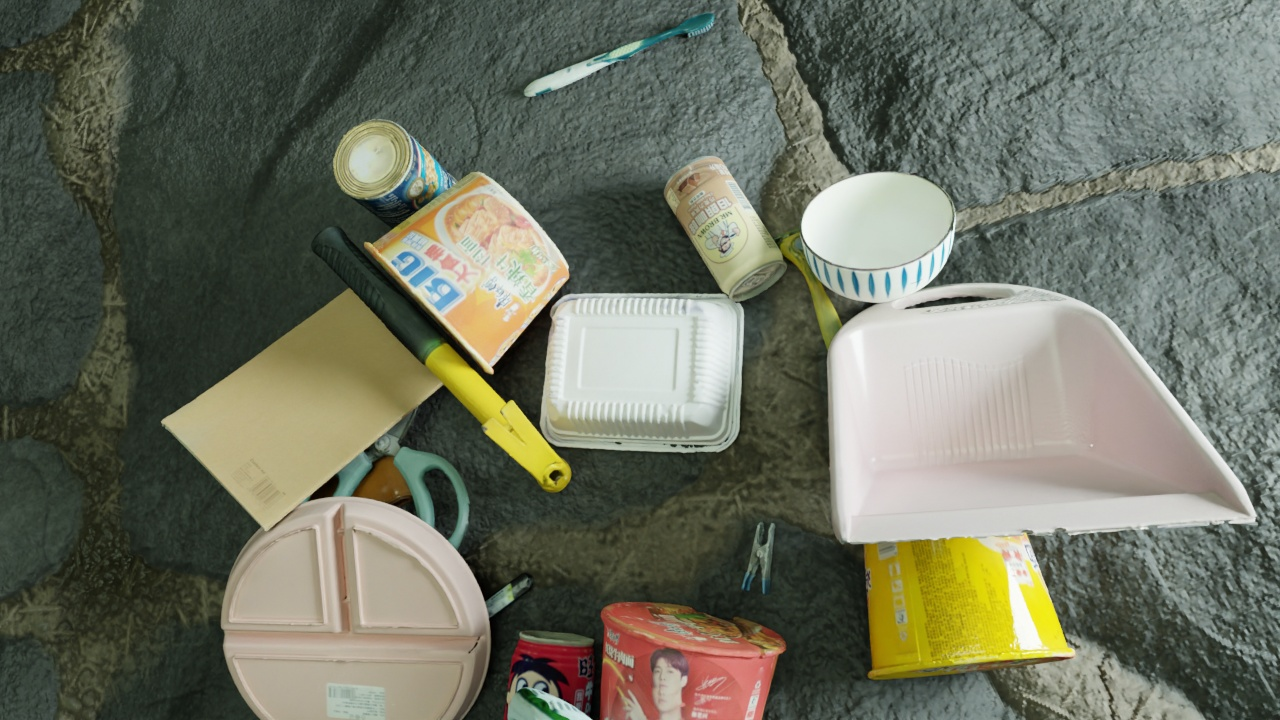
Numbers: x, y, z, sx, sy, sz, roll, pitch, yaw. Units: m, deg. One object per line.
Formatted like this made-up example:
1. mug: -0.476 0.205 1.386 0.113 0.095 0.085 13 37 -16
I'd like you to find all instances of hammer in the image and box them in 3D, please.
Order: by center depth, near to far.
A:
1. hammer: -0.170 -0.007 0.761 0.032 0.129 0.301 -44 74 -10

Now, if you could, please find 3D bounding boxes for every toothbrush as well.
1. toothbrush: -0.021 -0.283 0.857 0.192 0.018 0.016 -19 74 11

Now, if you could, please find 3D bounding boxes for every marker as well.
1. marker: -0.141 0.219 0.773 0.124 0.015 0.018 -37 73 0

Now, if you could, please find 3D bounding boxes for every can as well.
1. can: -0.071 0.263 0.718 0.066 0.066 0.093 4 78 14
2. can: 0.070 -0.112 0.773 0.058 0.058 0.116 -31 73 5
3. can: -0.215 -0.159 0.823 0.075 0.111 0.075 -3 77 12

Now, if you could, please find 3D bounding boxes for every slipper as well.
1. slipper: -0.048 0.324 0.630 0.074 0.246 0.104 -32 33 -34

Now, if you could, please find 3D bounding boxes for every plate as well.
1. plate: -0.236 0.224 0.744 0.229 0.028 0.229 1 99 6

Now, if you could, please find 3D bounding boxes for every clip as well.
1. clip: 0.096 0.156 0.726 0.041 0.026 0.058 5 75 22

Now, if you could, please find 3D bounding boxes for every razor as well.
1. razor: 0.149 -0.049 0.759 0.043 0.028 0.132 -19 76 5

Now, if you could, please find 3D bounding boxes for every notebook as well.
1. notebook: -0.282 0.031 0.795 0.149 0.012 0.211 36 63 24

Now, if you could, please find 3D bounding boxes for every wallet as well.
1. wallet: -0.272 0.088 0.821 0.119 0.035 0.130 -25 68 1

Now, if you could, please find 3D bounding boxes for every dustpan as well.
1. dustpan: 0.229 0.018 0.619 0.223 0.273 0.139 -6 94 8

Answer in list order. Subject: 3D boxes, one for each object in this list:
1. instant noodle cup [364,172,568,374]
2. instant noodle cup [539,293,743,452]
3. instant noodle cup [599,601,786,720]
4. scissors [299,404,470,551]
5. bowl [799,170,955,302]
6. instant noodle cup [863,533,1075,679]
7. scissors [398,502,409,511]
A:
1. instant noodle cup: -0.139 -0.079 0.776 0.111 0.151 0.151 -44 72 -8
2. instant noodle cup: -0.005 0.004 0.765 0.174 0.060 0.138 1 78 15
3. instant noodle cup: 0.030 0.246 0.668 0.138 0.138 0.108 8 86 15
4. scissors: -0.207 0.111 0.772 0.181 0.019 0.170 23 73 18
5. bowl: 0.188 -0.089 0.727 0.116 0.066 0.116 -10 47 10
6. instant noodle cup: 0.219 0.160 0.644 0.138 0.138 0.109 -10 66 11
7. scissors: -0.216 0.174 0.793 0.159 0.014 0.175 32 84 23
